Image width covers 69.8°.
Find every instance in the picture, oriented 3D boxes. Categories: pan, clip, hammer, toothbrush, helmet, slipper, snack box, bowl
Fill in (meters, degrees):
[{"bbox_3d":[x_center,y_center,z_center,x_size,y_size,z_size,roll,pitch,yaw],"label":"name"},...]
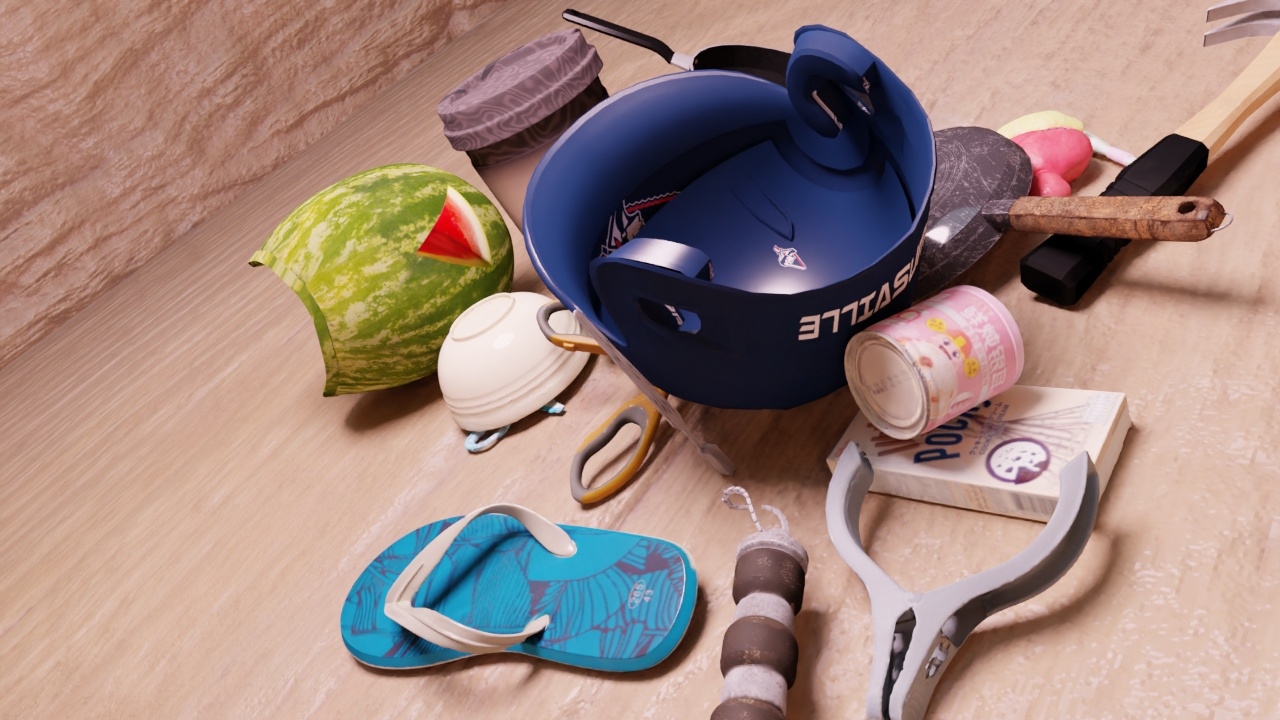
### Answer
[{"bbox_3d":[0.235,-0.105,0.652,0.207,0.040,0.357,-50,23,-12],"label":"pan"},{"bbox_3d":[0.160,0.089,0.466,0.166,0.032,0.164,-35,36,11],"label":"clip"},{"bbox_3d":[0.048,0.179,0.409,0.177,0.079,0.325,-15,33,25],"label":"hammer"},{"bbox_3d":[0.013,0.024,0.576,0.010,0.181,0.010,3,57,41],"label":"toothbrush"},{"bbox_3d":[0.388,-0.154,0.636,0.327,0.039,0.131,-41,47,-11],"label":"hammer"},{"bbox_3d":[-0.246,-0.091,0.944,0.246,0.213,0.244,-31,7,-31],"label":"helmet"},{"bbox_3d":[0.052,-0.085,0.617,0.272,0.223,0.231,34,70,16],"label":"helmet"},{"bbox_3d":[-0.098,0.143,0.600,0.296,0.060,0.118,-7,46,33],"label":"slipper"},{"bbox_3d":[0.090,-0.264,0.880,0.356,0.034,0.224,20,37,2],"label":"pan"},{"bbox_3d":[0.193,0.048,0.534,0.150,0.026,0.081,5,45,44],"label":"snack box"},{"bbox_3d":[0.361,-0.167,0.723,0.022,0.015,0.154,-24,29,5],"label":"toothbrush"},{"bbox_3d":[-0.127,-0.013,0.842,0.151,0.075,0.150,-23,30,14],"label":"bowl"}]

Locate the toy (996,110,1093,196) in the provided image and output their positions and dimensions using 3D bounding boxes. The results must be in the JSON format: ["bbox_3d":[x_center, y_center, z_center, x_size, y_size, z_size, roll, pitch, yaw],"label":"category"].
[{"bbox_3d":[0.305,-0.154,0.722,0.092,0.045,0.134,-12,36,36],"label":"toy"}]

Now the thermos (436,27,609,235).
[{"bbox_3d":[-0.081,-0.199,0.952,0.173,0.226,0.172,-22,30,14],"label":"thermos"}]

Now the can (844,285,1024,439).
[{"bbox_3d":[0.166,0.000,0.518,0.076,0.067,0.067,-23,26,-21],"label":"can"}]

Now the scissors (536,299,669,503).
[{"bbox_3d":[-0.003,0.005,0.722,0.230,0.016,0.225,32,71,31],"label":"scissors"}]

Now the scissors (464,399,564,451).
[{"bbox_3d":[-0.111,0.032,0.846,0.134,0.011,0.140,-37,29,-7],"label":"scissors"}]

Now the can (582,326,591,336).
[{"bbox_3d":[-0.027,-0.070,0.848,0.088,0.088,0.140,-32,29,-2],"label":"can"}]
